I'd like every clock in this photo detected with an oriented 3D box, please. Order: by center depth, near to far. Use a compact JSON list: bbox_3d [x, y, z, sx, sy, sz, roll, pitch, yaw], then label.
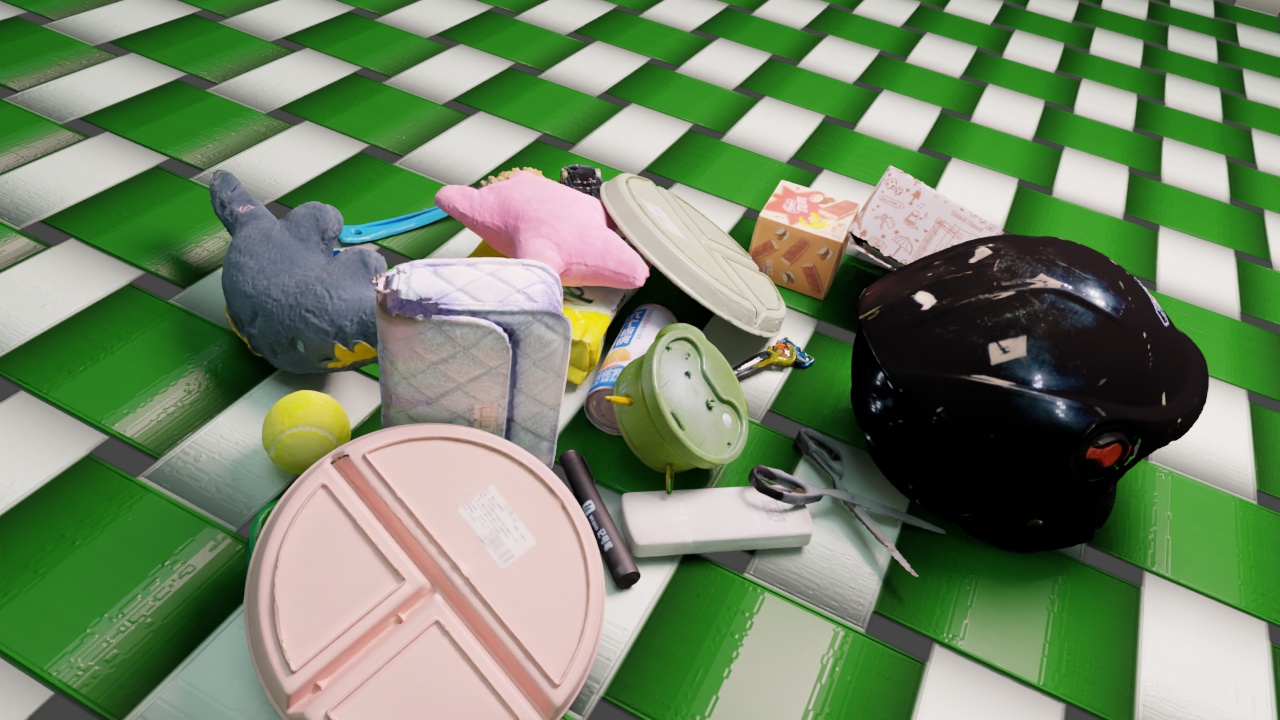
[{"bbox_3d":[0.039,0.031,0.769,0.116,0.056,0.160,58,37,-8],"label":"clock"}]

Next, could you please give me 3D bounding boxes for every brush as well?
[{"bbox_3d":[-0.204,-0.164,1.003,0.254,0.046,0.083,-19,52,-25],"label":"brush"}]

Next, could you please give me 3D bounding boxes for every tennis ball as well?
[{"bbox_3d":[-0.257,0.056,0.706,0.065,0.066,0.065,6,40,-5],"label":"tennis ball"}]

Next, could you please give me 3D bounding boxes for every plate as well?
[{"bbox_3d":[-0.129,0.144,0.585,0.229,0.028,0.229,8,63,-17],"label":"plate"},{"bbox_3d":[0.058,-0.109,0.908,0.230,0.027,0.229,35,20,-15],"label":"plate"}]

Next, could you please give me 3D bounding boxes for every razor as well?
[{"bbox_3d":[0.105,0.006,0.876,0.142,0.022,0.042,-22,48,-32],"label":"razor"}]

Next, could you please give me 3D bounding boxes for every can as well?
[{"bbox_3d":[-0.005,0.005,0.829,0.053,0.053,0.134,17,40,8],"label":"can"}]

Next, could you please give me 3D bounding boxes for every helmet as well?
[{"bbox_3d":[0.306,0.006,0.760,0.275,0.230,0.233,-24,36,20],"label":"helmet"}]

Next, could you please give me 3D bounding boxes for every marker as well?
[{"bbox_3d":[-0.033,0.121,0.715,0.022,0.020,0.132,12,32,-37],"label":"marker"}]

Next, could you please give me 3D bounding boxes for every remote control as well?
[{"bbox_3d":[0.060,0.126,0.724,0.150,0.021,0.058,0,35,-13],"label":"remote control"}]

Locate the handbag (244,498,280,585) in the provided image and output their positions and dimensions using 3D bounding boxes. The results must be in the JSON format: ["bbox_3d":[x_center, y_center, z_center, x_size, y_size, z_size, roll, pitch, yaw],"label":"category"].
[{"bbox_3d":[-0.195,0.145,0.621,0.131,0.068,0.120,-11,55,-26],"label":"handbag"}]

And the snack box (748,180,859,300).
[{"bbox_3d":[0.178,-0.135,1.013,0.094,0.077,0.092,20,41,12],"label":"snack box"}]

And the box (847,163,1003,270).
[{"bbox_3d":[0.349,-0.097,0.940,0.262,0.088,0.177,32,10,11],"label":"box"}]

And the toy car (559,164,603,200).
[{"bbox_3d":[-0.064,-0.193,1.066,0.049,0.031,0.105,-3,43,-17],"label":"toy car"}]

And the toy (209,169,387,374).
[{"bbox_3d":[-0.292,-0.064,0.792,0.356,0.138,0.091,32,9,33],"label":"toy"}]

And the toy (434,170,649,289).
[{"bbox_3d":[-0.071,-0.118,0.841,0.194,0.075,0.178,38,37,26],"label":"toy"}]

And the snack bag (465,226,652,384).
[{"bbox_3d":[-0.083,-0.076,0.896,0.158,0.068,0.245,18,41,10],"label":"snack bag"}]

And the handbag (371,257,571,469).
[{"bbox_3d":[-0.124,0.018,0.678,0.134,0.194,0.075,-1,42,-12],"label":"handbag"}]

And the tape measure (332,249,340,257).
[{"bbox_3d":[-0.306,-0.081,0.889,0.054,0.025,0.058,-16,43,-26],"label":"tape measure"}]

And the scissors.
[{"bbox_3d":[0.171,0.112,0.757,0.177,0.014,0.159,20,29,-6],"label":"scissors"}]
